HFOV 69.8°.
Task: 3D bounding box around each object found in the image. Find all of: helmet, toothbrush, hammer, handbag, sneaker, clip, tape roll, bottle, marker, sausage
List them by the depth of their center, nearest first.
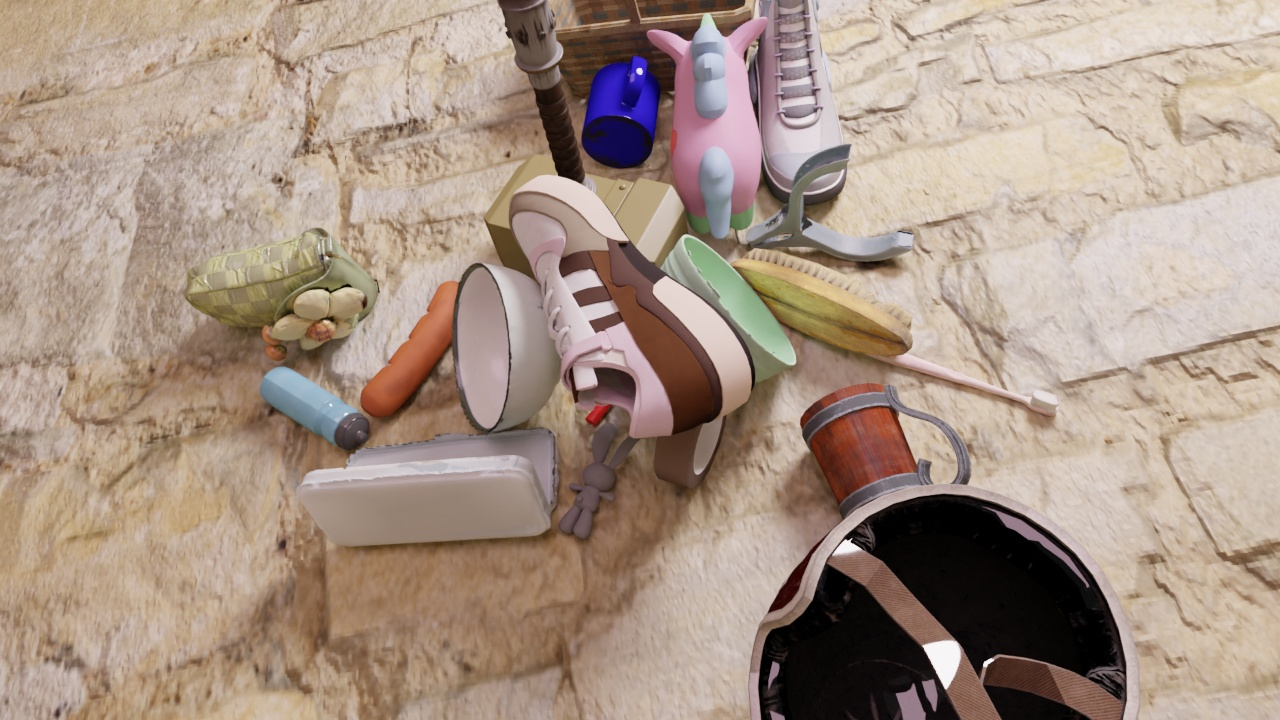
[{"bbox_3d":[0.190,0.202,0.571,0.233,0.254,0.233,29,52,20],"label":"helmet"},{"bbox_3d":[-0.046,-0.039,0.752,0.116,0.112,0.294,-29,58,-24],"label":"sneaker"},{"bbox_3d":[0.044,0.061,0.785,0.030,0.094,0.093,17,62,20],"label":"tape roll"},{"bbox_3d":[0.280,0.012,0.822,0.181,0.018,0.015,20,60,22],"label":"toothbrush"},{"bbox_3d":[-0.070,-0.196,0.832,0.190,0.325,0.100,17,60,20],"label":"hammer"},{"bbox_3d":[-0.005,0.005,0.874,0.013,0.013,0.142,30,72,26],"label":"marker"},{"bbox_3d":[-0.313,0.048,0.890,0.130,0.040,0.040,26,65,24],"label":"bottle"},{"bbox_3d":[0.200,-0.130,0.892,0.164,0.169,0.031,25,59,-13],"label":"clip"},{"bbox_3d":[-0.220,-0.012,0.913,0.044,0.039,0.164,17,62,27],"label":"sausage"},{"bbox_3d":[-0.365,-0.059,0.938,0.186,0.113,0.116,-10,70,7],"label":"handbag"},{"bbox_3d":[0.163,-0.296,0.958,0.093,0.160,0.256,-6,55,6],"label":"sneaker"}]

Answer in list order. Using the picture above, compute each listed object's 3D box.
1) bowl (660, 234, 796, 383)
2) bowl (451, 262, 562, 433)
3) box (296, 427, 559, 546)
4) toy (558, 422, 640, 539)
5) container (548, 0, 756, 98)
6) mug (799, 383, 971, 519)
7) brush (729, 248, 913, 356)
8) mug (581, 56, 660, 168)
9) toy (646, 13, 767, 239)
[{"bbox_3d":[0.064,-0.033,0.821,0.077,0.150,0.150,-41,55,18],"label":"bowl"},{"bbox_3d":[-0.117,-0.013,0.844,0.072,0.154,0.153,-4,51,-28],"label":"bowl"},{"bbox_3d":[-0.183,0.099,0.796,0.211,0.106,0.129,-9,53,4],"label":"box"},{"bbox_3d":[-0.037,0.104,0.811,0.049,0.030,0.111,11,64,34],"label":"toy"},{"bbox_3d":[0.009,-0.413,1.027,0.250,0.186,0.157,0,51,16],"label":"container"},{"bbox_3d":[0.200,0.077,0.745,0.118,0.081,0.111,-37,55,29],"label":"mug"},{"bbox_3d":[0.168,-0.056,0.859,0.195,0.059,0.043,27,54,32],"label":"brush"},{"bbox_3d":[-0.017,-0.280,1.010,0.079,0.111,0.083,14,57,-10],"label":"mug"},{"bbox_3d":[0.074,-0.234,0.923,0.120,0.171,0.221,-4,47,7],"label":"toy"}]
